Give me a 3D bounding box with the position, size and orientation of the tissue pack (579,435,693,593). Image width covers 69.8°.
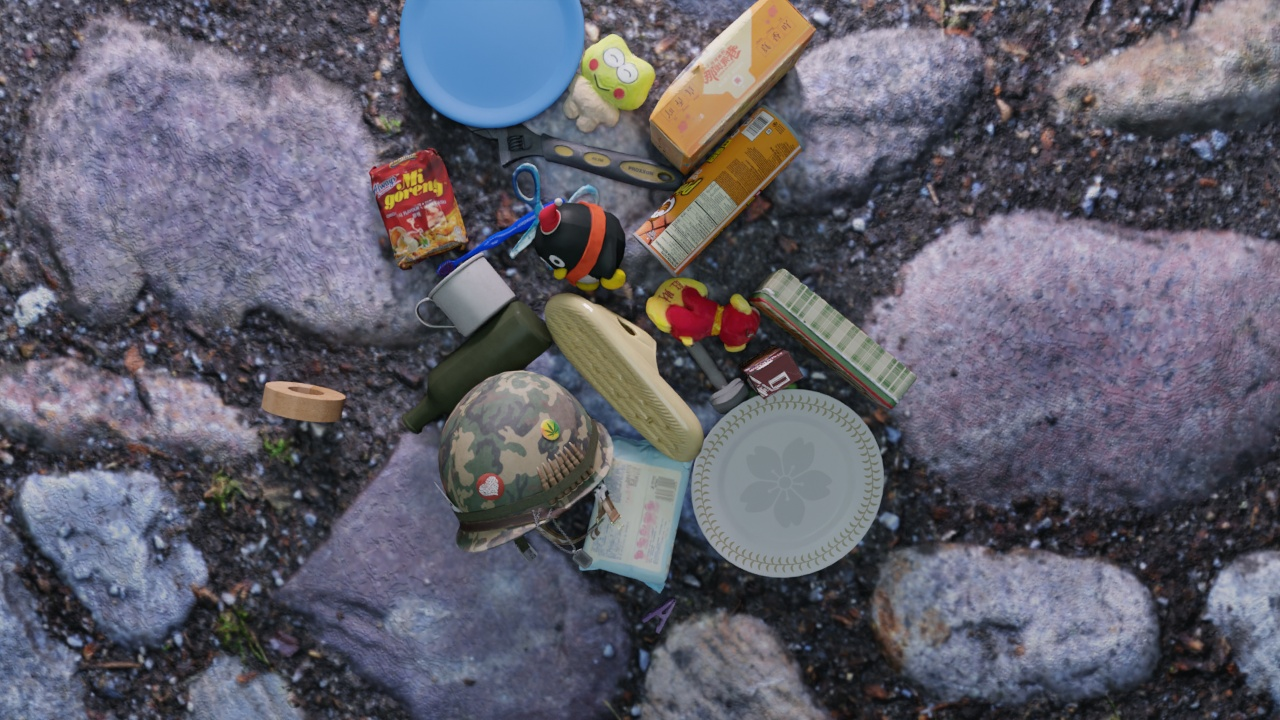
[{"bbox_3d":[-0.006,0.188,1.134,0.112,0.070,0.182,12,97,0],"label":"tissue pack"}]

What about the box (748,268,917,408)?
[{"bbox_3d":[0.223,-0.026,1.089,0.205,0.117,0.050,40,89,-4],"label":"box"}]

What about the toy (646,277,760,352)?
[{"bbox_3d":[0.073,-0.053,1.098,0.137,0.067,0.105,17,51,9],"label":"toy"}]

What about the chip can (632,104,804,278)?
[{"bbox_3d":[0.092,-0.201,1.096,0.075,0.075,0.215,45,94,-2],"label":"chip can"}]

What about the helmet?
[{"bbox_3d":[-0.131,0.137,1.062,0.193,0.223,0.236,-11,132,41],"label":"helmet"}]

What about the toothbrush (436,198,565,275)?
[{"bbox_3d":[-0.173,-0.152,1.135,0.182,0.018,0.016,-29,107,3],"label":"toothbrush"}]

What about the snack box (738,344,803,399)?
[{"bbox_3d":[0.151,0.012,1.079,0.051,0.141,0.032,-31,93,3],"label":"snack box"}]

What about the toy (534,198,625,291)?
[{"bbox_3d":[-0.078,-0.141,1.085,0.119,0.098,0.099,16,83,-33],"label":"toy"}]

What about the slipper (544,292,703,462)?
[{"bbox_3d":[-0.007,0.006,1.098,0.079,0.112,0.261,-37,77,-29],"label":"slipper"}]

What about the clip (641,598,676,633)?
[{"bbox_3d":[0.022,0.324,1.172,0.046,0.014,0.050,12,98,3],"label":"clip"}]

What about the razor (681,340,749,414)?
[{"bbox_3d":[0.083,0.007,1.123,0.047,0.088,0.116,-35,74,3],"label":"razor"}]

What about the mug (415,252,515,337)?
[{"bbox_3d":[-0.214,-0.070,1.112,0.113,0.084,0.070,-39,95,10],"label":"mug"}]

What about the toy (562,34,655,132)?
[{"bbox_3d":[-0.043,-0.328,1.105,0.092,0.046,0.115,44,102,-3],"label":"toy"}]

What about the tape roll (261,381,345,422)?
[{"bbox_3d":[-0.410,0.050,1.119,0.094,0.094,0.027,13,94,0],"label":"tape roll"}]

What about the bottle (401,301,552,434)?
[{"bbox_3d":[-0.205,0.016,1.120,0.207,0.071,0.071,-38,93,10],"label":"bottle"}]

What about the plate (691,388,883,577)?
[{"bbox_3d":[0.182,0.153,1.141,0.242,0.016,0.242,-1,100,-5],"label":"plate"}]

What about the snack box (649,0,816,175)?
[{"bbox_3d":[0.094,-0.317,1.052,0.080,0.145,0.195,45,94,-2],"label":"snack box"}]

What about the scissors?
[{"bbox_3d":[-0.120,-0.182,1.121,0.134,0.012,0.134,-43,112,5],"label":"scissors"}]

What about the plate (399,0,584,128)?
[{"bbox_3d":[-0.178,-0.391,1.109,0.224,0.024,0.224,0,91,4],"label":"plate"}]

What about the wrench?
[{"bbox_3d":[-0.081,-0.253,1.123,0.273,0.022,0.073,14,89,1],"label":"wrench"}]

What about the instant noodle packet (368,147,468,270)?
[{"bbox_3d":[-0.273,-0.185,1.126,0.099,0.039,0.135,-16,95,9],"label":"instant noodle packet"}]
